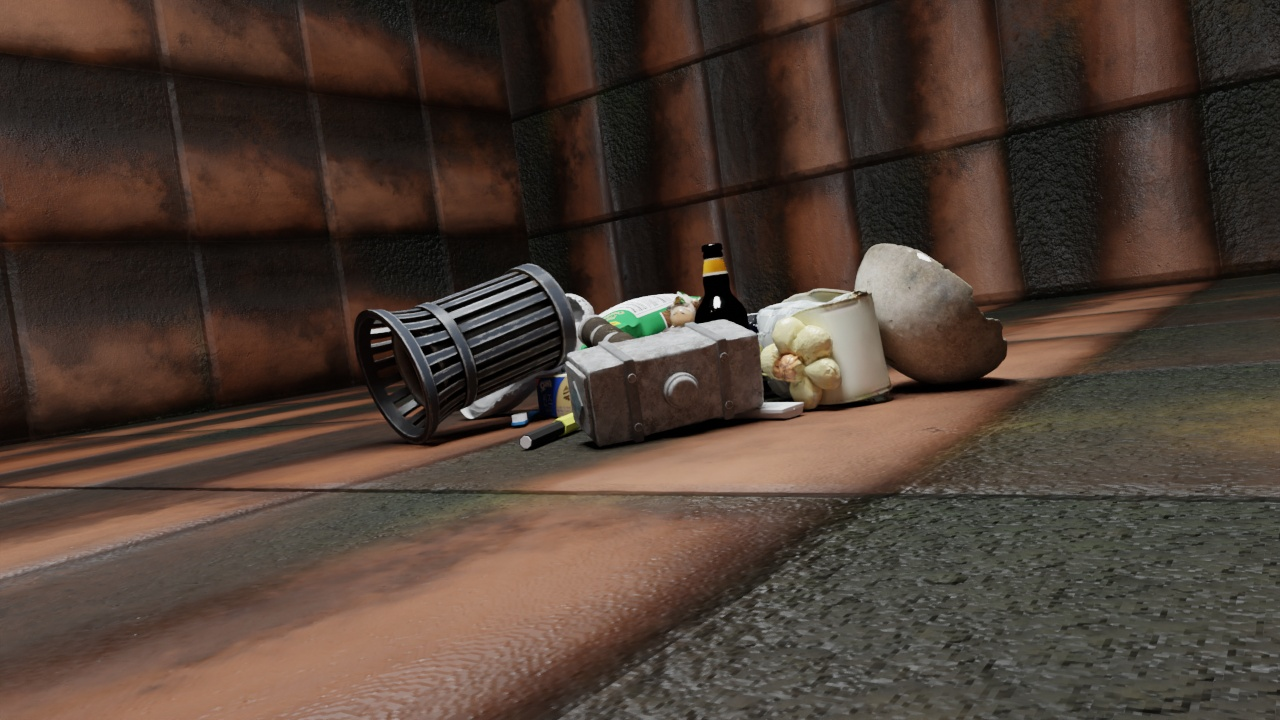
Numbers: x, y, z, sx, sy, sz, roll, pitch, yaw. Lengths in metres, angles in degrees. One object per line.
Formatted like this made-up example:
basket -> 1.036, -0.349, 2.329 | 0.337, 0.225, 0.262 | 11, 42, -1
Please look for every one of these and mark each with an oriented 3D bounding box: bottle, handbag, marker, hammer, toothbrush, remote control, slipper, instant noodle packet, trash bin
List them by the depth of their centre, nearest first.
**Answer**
remote control -> 0.102, 0.050, 0.912 | 0.033, 0.012, 0.131 | -13, 6, -41
marker -> -0.091, 0.073, 0.944 | 0.021, 0.017, 0.123 | -42, -8, 20
handbag -> 0.169, -0.007, 0.951 | 0.123, 0.112, 0.172 | -16, 6, -22
hammer -> -0.016, -0.008, 0.977 | 0.176, 0.079, 0.326 | -13, 17, -17
bottle -> 0.090, -0.038, 1.015 | 0.059, 0.181, 0.059 | -8, 3, 0
trash bin -> -0.205, -0.020, 1.122 | 0.226, 0.164, 0.165 | -26, 13, -35
toothbrush -> -0.146, 0.070, 1.184 | 0.016, 0.014, 0.166 | -8, 2, 1
slipper -> -0.154, -0.001, 1.276 | 0.247, 0.112, 0.074 | -41, -7, 25
instant noodle packet -> -0.030, -0.034, 1.385 | 0.196, 0.090, 0.252 | -29, -3, 37

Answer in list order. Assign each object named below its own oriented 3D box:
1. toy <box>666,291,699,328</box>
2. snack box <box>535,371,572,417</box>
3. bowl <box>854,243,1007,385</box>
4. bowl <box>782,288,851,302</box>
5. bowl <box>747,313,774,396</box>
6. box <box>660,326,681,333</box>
toy -> 0.075, -0.047, 1.287 | 0.085, 0.106, 0.074 | -15, 13, 17
snack box -> -0.065, 0.041, 1.129 | 0.056, 0.057, 0.207 | -8, 2, -28
bowl -> 0.282, -0.033, 0.950 | 0.081, 0.178, 0.178 | -44, 7, -5
bowl -> 0.298, -0.041, 1.358 | 0.189, 0.060, 0.219 | 7, -15, 22
bowl -> 0.141, 0.004, 1.086 | 0.120, 0.066, 0.120 | -2, -30, -1
box -> -0.007, 0.007, 1.252 | 0.150, 0.080, 0.106 | -24, 14, -36
